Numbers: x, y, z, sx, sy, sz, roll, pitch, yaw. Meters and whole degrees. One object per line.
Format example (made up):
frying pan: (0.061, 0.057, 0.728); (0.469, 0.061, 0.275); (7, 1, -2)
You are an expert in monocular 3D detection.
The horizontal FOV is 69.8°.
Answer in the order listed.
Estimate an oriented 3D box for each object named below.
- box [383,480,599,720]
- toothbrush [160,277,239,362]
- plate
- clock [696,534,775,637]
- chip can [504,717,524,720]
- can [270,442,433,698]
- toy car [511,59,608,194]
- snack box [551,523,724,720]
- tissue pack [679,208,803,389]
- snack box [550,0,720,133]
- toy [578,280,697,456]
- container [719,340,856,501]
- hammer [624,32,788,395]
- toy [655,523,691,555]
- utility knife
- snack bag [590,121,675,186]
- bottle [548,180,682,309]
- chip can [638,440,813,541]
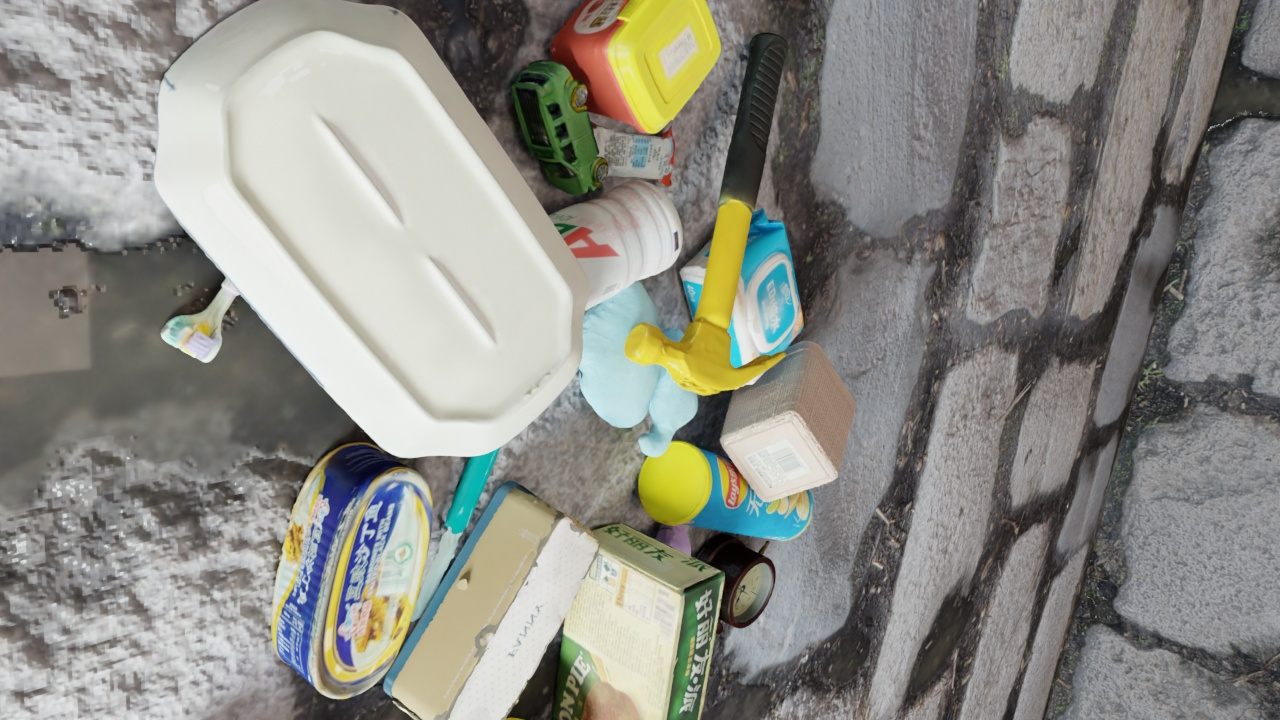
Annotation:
box: (-0.098, 0.173, 0.654); (0.184, 0.061, 0.090); (-61, 150, -16)
toothbrush: (-0.184, -0.085, 0.482); (0.189, 0.029, 0.020); (-61, -177, -14)
plate: (-0.123, -0.063, 0.484); (0.161, 0.034, 0.266); (-42, 116, -19)
clock: (0.082, 0.224, 0.902); (0.121, 0.055, 0.082); (-22, 121, -42)
chip can: (-0.122, 0.394, 0.715); (0.071, 0.071, 0.210); (32, 80, -51)
can: (-0.174, 0.127, 0.557); (0.074, 0.049, 0.148); (8, 99, -51)
toy car: (-0.053, -0.147, 0.594); (0.036, 0.043, 0.091); (-48, 135, -30)
snack box: (-0.009, 0.267, 0.762); (0.063, 0.115, 0.240); (-10, 112, -49)
tissue pack: (0.093, -0.052, 0.793); (0.089, 0.063, 0.140); (-44, 134, -30)
snack box: (-0.004, -0.202, 0.599); (0.091, 0.080, 0.082); (-54, 138, -21)
toy: (-0.004, 0.004, 0.708); (0.155, 0.050, 0.161); (-20, 111, -54)
container: (0.130, 0.057, 0.817); (0.090, 0.090, 0.110); (54, 33, -18)
hammer: (0.074, -0.117, 0.710); (0.128, 0.033, 0.300); (22, 73, -31)
toy: (0.023, 0.196, 0.825); (0.083, 0.039, 0.108); (-57, 156, -66)
utility knife: (-0.115, 0.079, 0.636); (0.029, 0.013, 0.215); (30, 80, -59)
snack bag: (-0.006, -0.148, 0.663); (0.104, 0.026, 0.048); (-15, 109, -46)
bottle: (-0.061, -0.057, 0.599); (0.196, 0.068, 0.068); (-30, 127, -33)
chip can: (0.086, 0.126, 0.852); (0.210, 0.071, 0.071); (22, 87, -52)
